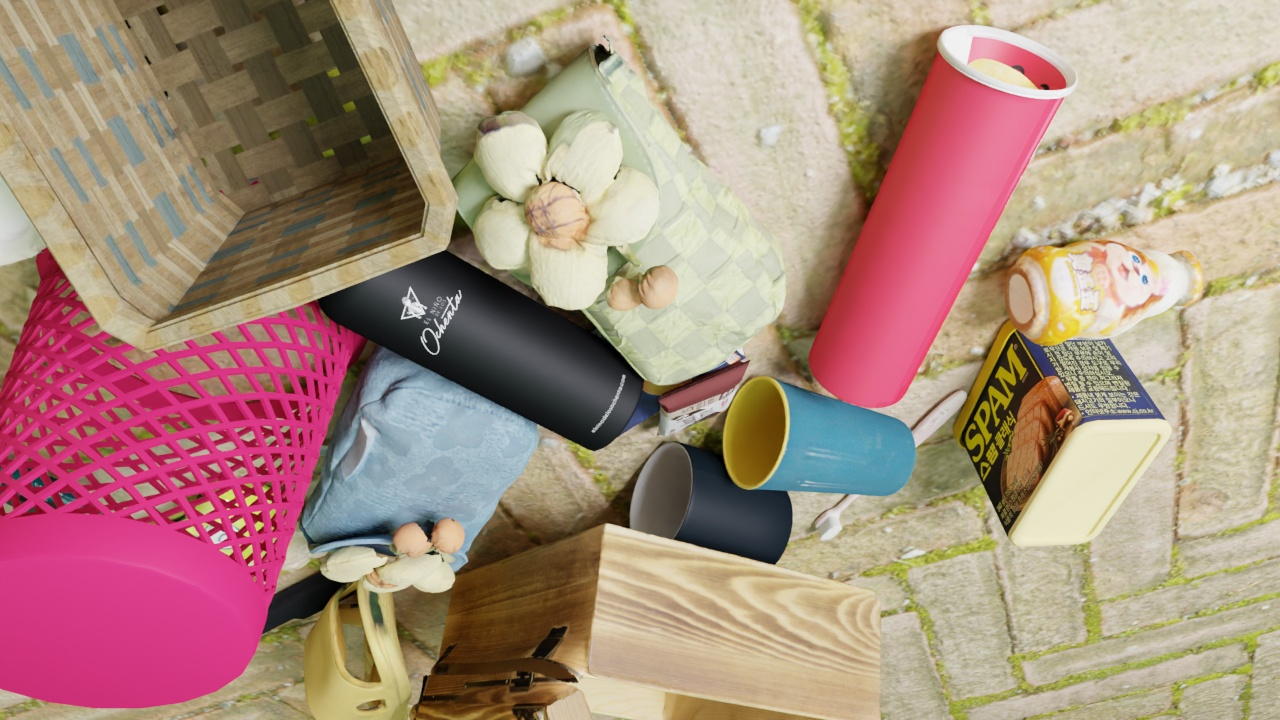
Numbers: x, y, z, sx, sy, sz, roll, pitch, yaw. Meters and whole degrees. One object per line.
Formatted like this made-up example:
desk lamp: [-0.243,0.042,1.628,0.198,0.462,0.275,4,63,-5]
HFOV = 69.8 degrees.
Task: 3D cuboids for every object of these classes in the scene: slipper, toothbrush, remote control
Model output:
slipper: [-0.230,0.245,0.743,0.078,0.099,0.264,-7,147,-17]
toothbrush: [0.194,0.085,0.720,0.015,0.018,0.182,17,129,-24]
remote control: [-0.297,0.209,0.770,0.137,0.015,0.032,-28,131,19]

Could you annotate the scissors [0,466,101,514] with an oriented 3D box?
scissors: [-0.432,0.076,0.616,0.140,0.019,0.128,4,140,-3]

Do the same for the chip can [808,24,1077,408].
chip can: [0.161,-0.071,0.526,0.069,0.069,0.221,3,134,-11]

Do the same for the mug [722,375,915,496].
mug: [0.129,0.060,0.650,0.121,0.078,0.078,11,132,-26]

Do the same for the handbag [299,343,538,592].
handbag: [-0.140,0.080,0.583,0.121,0.118,0.192,20,129,-22]

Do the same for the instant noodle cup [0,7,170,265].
instant noodle cup: [-0.285,-0.112,0.391,0.137,0.112,0.137,-4,134,-4]

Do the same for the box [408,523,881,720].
box: [-0.035,0.298,0.637,0.281,0.314,0.280,21,154,-24]

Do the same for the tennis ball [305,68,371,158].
tennis ball: [-0.133,-0.110,0.447,0.065,0.065,0.065,-4,135,-4]

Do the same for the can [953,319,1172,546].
can: [0.287,0.049,0.636,0.075,0.104,0.135,-1,134,-8]

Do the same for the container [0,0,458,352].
container: [-0.171,-0.128,0.298,0.158,0.186,0.250,-17,114,9]

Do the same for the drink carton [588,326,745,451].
drink carton: [-0.004,0.003,0.595,0.130,0.040,0.064,-33,129,23]

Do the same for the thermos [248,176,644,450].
thermos: [-0.106,-0.026,0.493,0.231,0.061,0.061,30,124,-25]

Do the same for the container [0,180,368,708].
container: [-0.242,0.041,0.466,0.183,0.225,0.183,-4,135,-4]

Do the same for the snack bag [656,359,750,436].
snack bag: [0.036,0.028,0.581,0.057,0.013,0.158,-22,169,-4]

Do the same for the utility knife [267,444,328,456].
utility knife: [-0.169,0.068,0.650,0.179,0.015,0.022,3,133,-14]

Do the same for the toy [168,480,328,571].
toy: [-0.283,0.127,0.673,0.092,0.046,0.115,-34,137,20]

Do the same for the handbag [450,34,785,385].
handbag: [-0.005,-0.061,0.466,0.113,0.116,0.186,-37,112,22]

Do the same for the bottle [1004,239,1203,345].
bottle: [0.289,-0.045,0.573,0.108,0.063,0.063,-8,135,-2]

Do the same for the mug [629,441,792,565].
mug: [0.044,0.118,0.693,0.094,0.085,0.122,20,156,-25]
